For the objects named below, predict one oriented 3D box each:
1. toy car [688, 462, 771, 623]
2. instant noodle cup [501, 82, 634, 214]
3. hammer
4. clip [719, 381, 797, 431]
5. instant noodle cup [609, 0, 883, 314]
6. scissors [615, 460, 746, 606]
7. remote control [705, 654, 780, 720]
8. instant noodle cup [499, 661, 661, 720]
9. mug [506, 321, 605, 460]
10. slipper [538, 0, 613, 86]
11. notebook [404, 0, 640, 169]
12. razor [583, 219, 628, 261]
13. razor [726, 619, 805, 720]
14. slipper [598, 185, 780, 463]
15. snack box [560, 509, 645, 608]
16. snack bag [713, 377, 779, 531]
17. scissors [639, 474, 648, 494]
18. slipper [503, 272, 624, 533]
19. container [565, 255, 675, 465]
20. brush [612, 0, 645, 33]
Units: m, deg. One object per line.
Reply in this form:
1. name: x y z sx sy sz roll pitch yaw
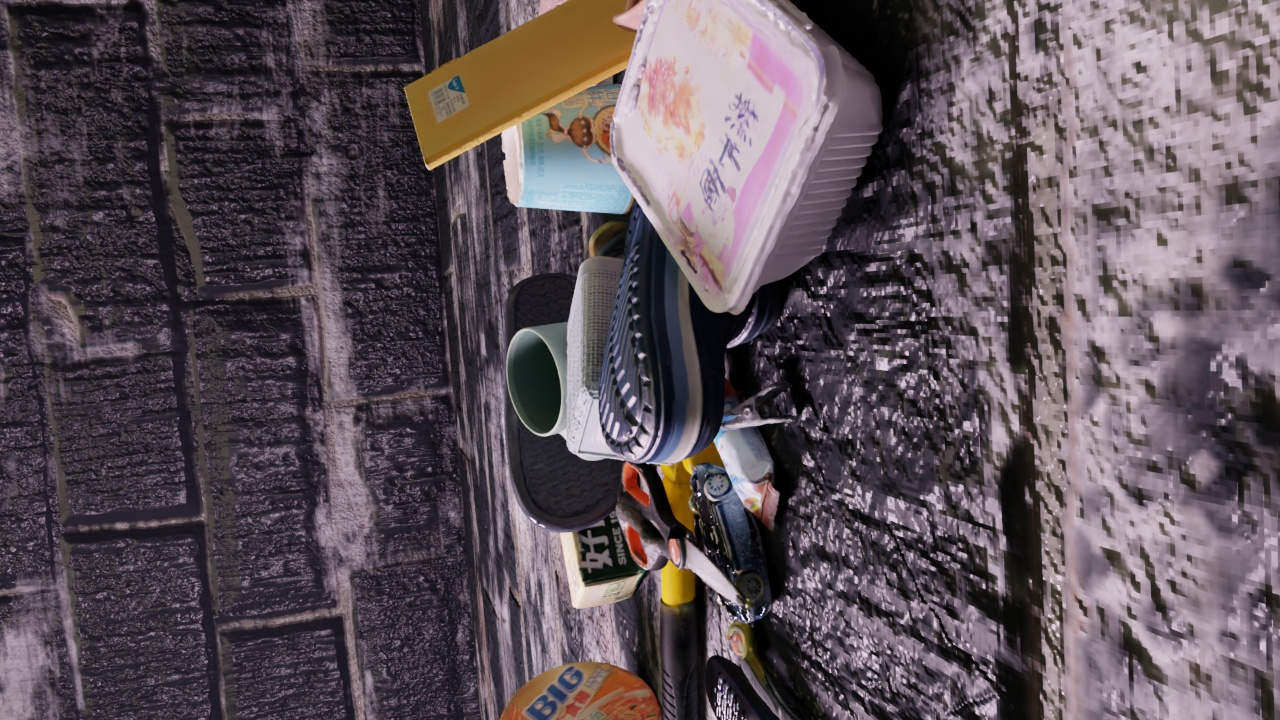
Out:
1. toy car: 0.059 0.115 0.592 0.049 0.031 0.105 123 133 -65
2. instant noodle cup: -0.037 -0.153 0.674 0.111 0.120 0.111 174 91 -73
3. hammer: 0.030 0.184 0.709 0.129 0.032 0.301 -147 53 -69
4. clip: 0.065 0.033 0.534 0.057 0.024 0.028 -22 73 36
5. instant noodle cup: 0.052 -0.121 0.461 0.173 0.060 0.138 60 141 41
6. scissors: 0.021 0.110 0.625 0.235 0.021 0.125 142 122 -70
7. remote control: 0.076 0.237 0.586 0.136 0.024 0.053 -140 48 -65
8. instant noodle cup: -0.050 0.376 0.856 0.151 0.151 0.111 -124 25 -58
9. mug: -0.036 0.022 0.724 0.082 0.106 0.111 -36 69 49
10. slipper: -0.058 -0.303 0.813 0.114 0.054 0.275 -137 44 -66
11. notebook: -0.069 -0.215 0.651 0.010 0.206 0.145 62 -179 -41
12. razor: -0.022 -0.080 0.780 0.067 0.062 0.167 55 171 -7
13. razor: 0.081 0.200 0.566 0.142 0.022 0.043 -129 35 -61
14. slipper: 0.032 -0.040 0.544 0.105 0.095 0.252 106 171 -48
15. snack box: -0.055 0.110 0.893 0.115 0.063 0.239 105 155 -63
16. snack bag: 0.062 0.054 0.573 0.048 0.026 0.104 92 164 -48
17. scissors: -0.004 0.062 0.814 0.213 0.015 0.197 -115 26 -46
18. slipper: -0.067 0.040 0.819 0.083 0.110 0.267 97 166 -52
19. container: -0.004 0.004 0.621 0.090 0.090 0.111 108 166 -50
20. brush: 0.023 -0.243 0.543 0.146 0.063 0.073 13 91 66
